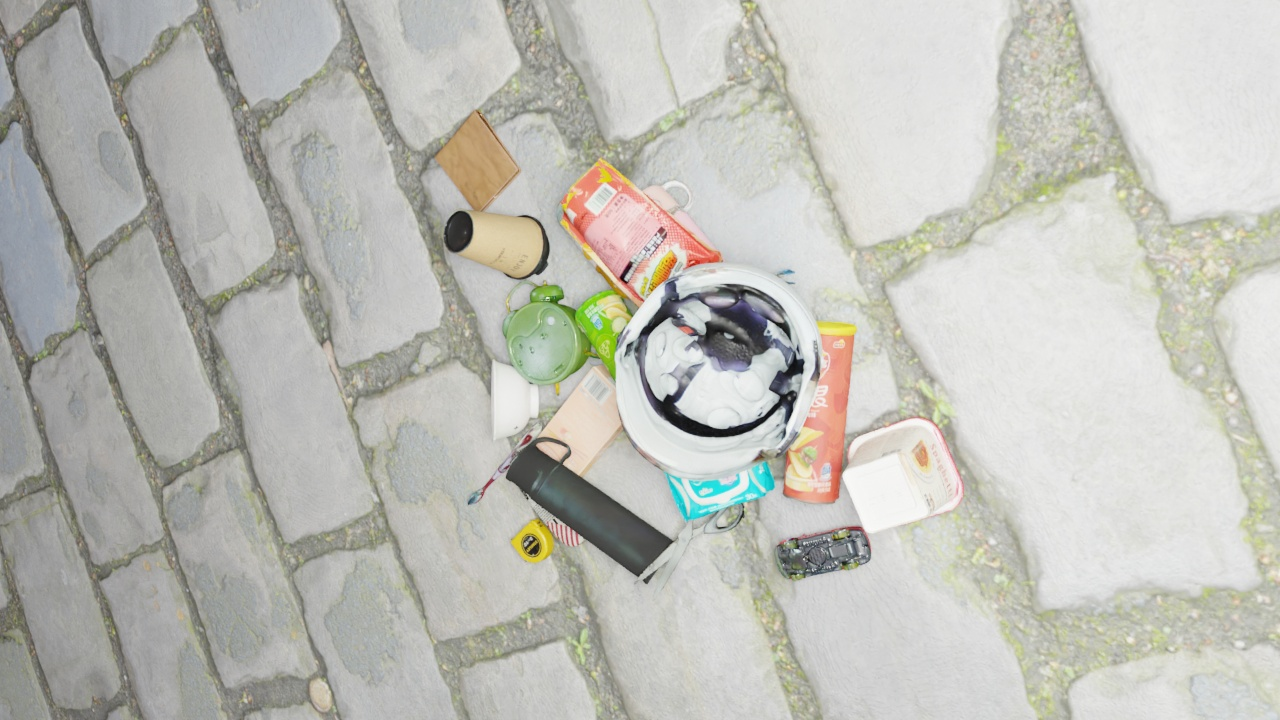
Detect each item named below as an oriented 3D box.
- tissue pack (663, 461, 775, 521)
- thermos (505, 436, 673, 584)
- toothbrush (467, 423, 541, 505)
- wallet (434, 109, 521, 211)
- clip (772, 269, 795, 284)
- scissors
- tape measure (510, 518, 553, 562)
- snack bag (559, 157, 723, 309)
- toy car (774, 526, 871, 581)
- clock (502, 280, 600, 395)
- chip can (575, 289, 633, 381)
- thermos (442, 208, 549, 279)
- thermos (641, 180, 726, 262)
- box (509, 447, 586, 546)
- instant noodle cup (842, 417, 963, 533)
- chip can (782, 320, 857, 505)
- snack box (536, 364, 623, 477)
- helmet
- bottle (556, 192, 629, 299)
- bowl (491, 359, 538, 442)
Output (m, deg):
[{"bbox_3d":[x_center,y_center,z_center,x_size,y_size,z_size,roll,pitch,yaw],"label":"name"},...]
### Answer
[{"bbox_3d":[0.095,0.141,1.153,0.134,0.050,0.093,-24,94,24],"label":"tissue pack"},{"bbox_3d":[-0.064,0.197,1.250,0.242,0.068,0.090,35,84,8],"label":"thermos"},{"bbox_3d":[-0.204,0.157,1.366,0.016,0.017,0.188,49,116,13],"label":"toothbrush"},{"bbox_3d":[-0.235,-0.285,1.326,0.101,0.020,0.115,-41,80,27],"label":"wallet"},{"bbox_3d":[0.163,-0.099,1.137,0.058,0.026,0.038,-6,86,34],"label":"clip"},{"bbox_3d":[0.058,0.227,1.199,0.165,0.014,0.163,-12,71,7],"label":"scissors"},{"bbox_3d":[-0.154,0.267,1.348,0.057,0.028,0.060,49,115,15],"label":"tape measure"},{"bbox_3d":[-0.005,-0.143,1.129,0.208,0.073,0.129,43,120,11],"label":"snack bag"},{"bbox_3d":[0.226,0.238,1.135,0.121,0.045,0.053,-17,86,23],"label":"toy car"},{"bbox_3d":[-0.134,-0.040,1.282,0.116,0.056,0.161,-40,78,25],"label":"clock"},{"bbox_3d":[-0.007,0.007,1.193,0.073,0.072,0.221,-44,65,25],"label":"chip can"},{"bbox_3d":[-0.197,-0.163,1.258,0.093,0.143,0.093,-4,84,35],"label":"thermos"},{"bbox_3d":[0.069,-0.139,1.163,0.087,0.067,0.198,-35,77,-4],"label":"thermos"},{"bbox_3d":[-0.127,0.194,1.322,0.068,0.051,0.164,-41,78,12],"label":"box"},{"bbox_3d":[0.291,0.136,1.043,0.117,0.124,0.116,-24,85,28],"label":"instant noodle cup"},{"bbox_3d":[0.213,0.061,1.105,0.073,0.073,0.217,9,101,26],"label":"chip can"},{"bbox_3d":[-0.075,0.090,1.285,0.084,0.026,0.158,46,115,15],"label":"snack box"},{"bbox_3d":[0.094,-0.001,1.057,0.229,0.145,0.259,26,119,7],"label":"helmet"},{"bbox_3d":[-0.035,-0.143,1.210,0.068,0.067,0.189,-45,76,25],"label":"bottle"},{"bbox_3d":[-0.179,0.057,1.306,0.064,0.118,0.118,-1,98,-11],"label":"bowl"}]
